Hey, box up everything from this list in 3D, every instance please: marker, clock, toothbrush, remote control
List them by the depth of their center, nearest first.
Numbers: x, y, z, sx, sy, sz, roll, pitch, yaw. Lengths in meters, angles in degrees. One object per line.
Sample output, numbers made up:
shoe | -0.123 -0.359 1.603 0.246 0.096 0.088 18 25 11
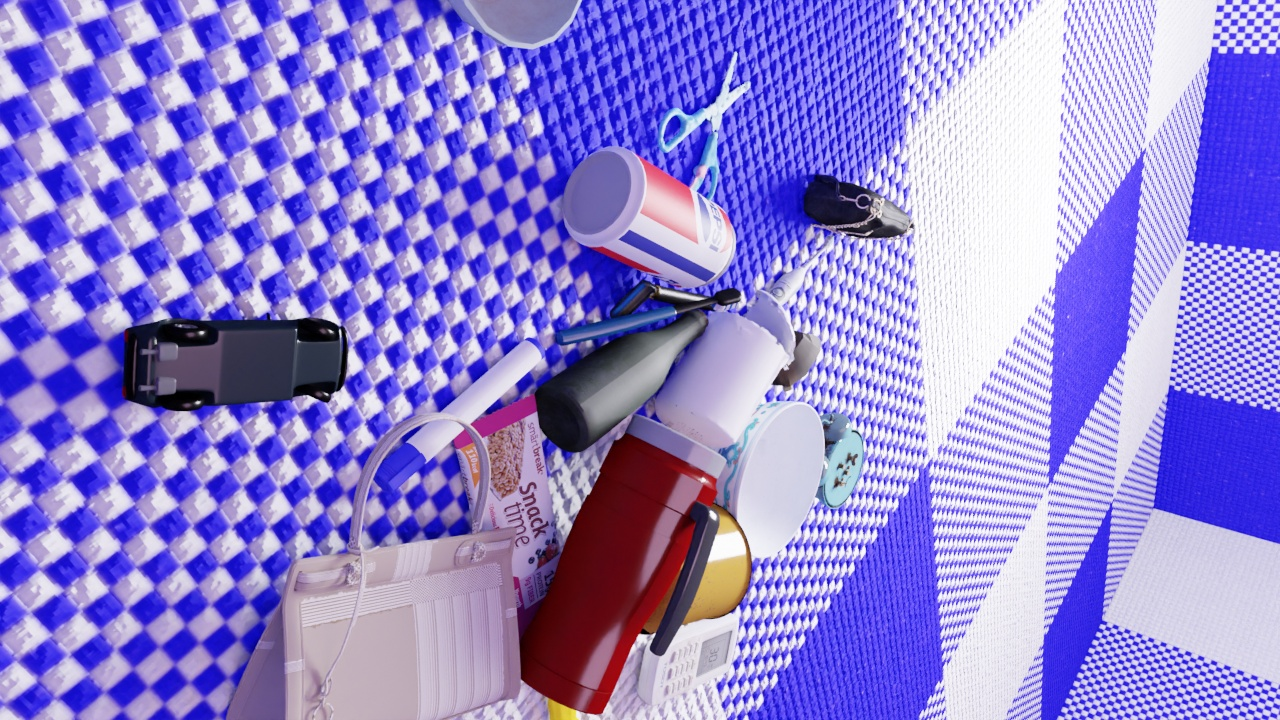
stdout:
marker | -0.115 0.033 0.595 0.141 0.020 0.020 -44 133 -32
toothbrush | 0.010 -0.033 0.698 0.167 0.014 0.014 -15 149 -30
toothbrush | 0.136 -0.066 0.869 0.185 0.022 0.024 -43 151 -32
remote control | 0.048 0.284 0.882 0.138 0.025 0.060 0 102 -51
clock | 0.198 0.105 0.982 0.090 0.053 0.124 -60 140 -19

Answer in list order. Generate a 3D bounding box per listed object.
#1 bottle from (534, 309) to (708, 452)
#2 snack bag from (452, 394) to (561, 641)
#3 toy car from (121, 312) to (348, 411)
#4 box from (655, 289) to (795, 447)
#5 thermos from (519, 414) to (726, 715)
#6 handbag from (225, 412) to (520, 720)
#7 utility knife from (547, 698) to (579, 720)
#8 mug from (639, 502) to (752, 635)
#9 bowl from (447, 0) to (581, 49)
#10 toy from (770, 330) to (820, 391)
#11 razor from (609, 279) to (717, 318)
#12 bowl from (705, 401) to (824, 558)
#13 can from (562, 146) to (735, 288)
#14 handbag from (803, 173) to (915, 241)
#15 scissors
bottle | -0.004 0.004 0.695 0.173 0.055 0.055 -36 128 -41
snack bag | -0.086 0.125 0.656 0.070 0.016 0.197 -26 119 -38
toy car | -0.201 0.000 0.464 0.112 0.034 0.046 -4 105 -49
box | 0.080 0.006 0.768 0.143 0.089 0.080 -59 176 -13
thermos | -0.007 0.147 0.652 0.084 0.108 0.198 33 81 -48
handbag | -0.141 0.128 0.561 0.175 0.062 0.198 3 102 -52
utility knife | -0.066 0.234 0.730 0.030 0.019 0.224 -31 127 -47
mug | 0.019 0.158 0.754 0.094 0.101 0.123 3 59 -50
bowl | -0.080 -0.235 0.526 0.106 0.039 0.106 -21 119 -46
toy | 0.133 0.000 0.861 0.100 0.076 0.062 62 14 -63
razor | 0.027 -0.050 0.744 0.043 0.022 0.144 -41 159 28
bowl | 0.099 0.099 0.839 0.143 0.074 0.144 -21 119 -46
can | 0.009 -0.099 0.660 0.132 0.070 0.070 18 89 -52
handbag | 0.214 -0.147 0.889 0.128 0.079 0.054 9 95 -52
scissors | 0.048 -0.193 0.727 0.111 0.015 0.140 22 79 -53
